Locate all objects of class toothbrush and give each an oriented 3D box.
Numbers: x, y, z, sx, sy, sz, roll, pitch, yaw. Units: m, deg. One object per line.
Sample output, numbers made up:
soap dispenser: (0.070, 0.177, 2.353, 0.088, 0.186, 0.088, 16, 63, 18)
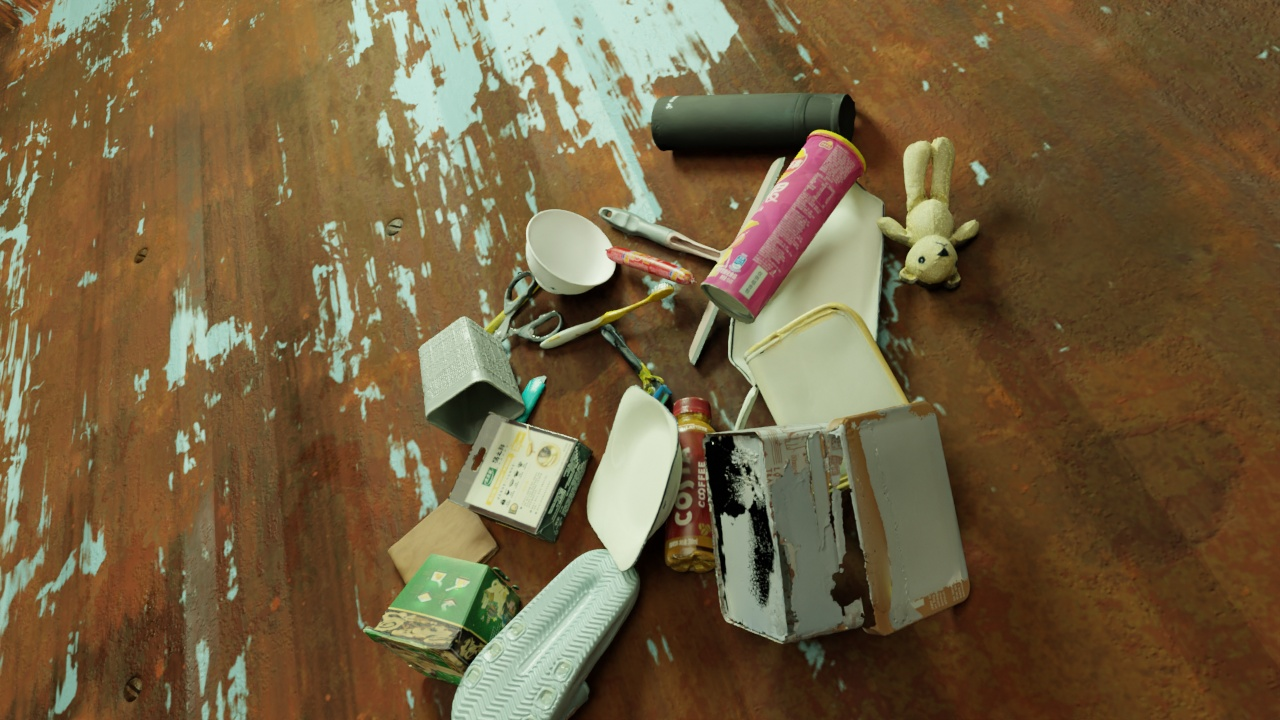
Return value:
toothbrush: (-0.043, -0.052, 1.091, 0.192, 0.016, 0.018, -22, 48, 25)
toothbrush: (-0.144, -0.092, 1.178, 0.190, 0.016, 0.015, -44, 51, -1)

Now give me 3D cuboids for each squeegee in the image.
squeegee: (0.039, -0.146, 1.101, 0.250, 0.040, 0.248, 28, 96, 42)

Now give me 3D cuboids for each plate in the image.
plate: (0.001, 0.119, 0.932, 0.164, 0.034, 0.164, 40, 113, 64)
plate: (0.183, -0.080, 0.991, 0.162, 0.034, 0.265, -4, 62, 26)

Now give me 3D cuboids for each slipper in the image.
slipper: (-0.088, 0.294, 0.901, 0.104, 0.074, 0.244, 26, 61, 29)

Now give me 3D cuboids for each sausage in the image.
sausage: (0.010, -0.112, 1.076, 0.156, 0.020, 0.020, 24, 76, 43)

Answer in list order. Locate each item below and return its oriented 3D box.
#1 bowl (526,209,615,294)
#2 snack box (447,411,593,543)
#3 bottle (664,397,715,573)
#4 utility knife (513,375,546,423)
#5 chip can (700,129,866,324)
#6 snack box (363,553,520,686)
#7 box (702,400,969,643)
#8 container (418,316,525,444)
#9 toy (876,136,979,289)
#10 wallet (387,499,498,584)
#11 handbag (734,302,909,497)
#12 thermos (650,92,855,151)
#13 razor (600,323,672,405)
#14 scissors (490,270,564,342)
bowl: (-0.097, -0.121, 1.131, 0.065, 0.118, 0.118, -49, 41, 44)
snack box: (-0.134, 0.130, 1.027, 0.126, 0.053, 0.113, 13, 70, 33)
bottle: (0.053, 0.123, 0.930, 0.058, 0.057, 0.174, -12, 59, 22)
utility knife: (-0.152, 0.084, 1.089, 0.029, 0.013, 0.157, 17, 70, 31)
chip can: (0.151, -0.142, 0.974, 0.071, 0.071, 0.210, 31, 80, 36)
snack box: (-0.194, 0.269, 0.955, 0.118, 0.118, 0.105, 4, 53, 28)
box: (0.177, 0.133, 0.801, 0.192, 0.157, 0.183, -5, 87, -21)
container: (-0.205, 0.021, 1.091, 0.090, 0.090, 0.114, -33, 50, 14)
toy: (0.298, -0.151, 0.939, 0.105, 0.066, 0.157, 3, 81, -3)
wallet: (-0.226, 0.217, 1.049, 0.115, 0.020, 0.101, -41, 52, -2)
handbag: (0.161, 0.050, 0.885, 0.179, 0.063, 0.163, -29, 79, 17)
thermos: (0.139, -0.294, 1.123, 0.243, 0.068, 0.089, 7, 35, 28)
razor: (-0.006, 0.006, 1.049, 0.142, 0.022, 0.043, 52, 124, 35)
scissors: (-0.172, -0.036, 1.153, 0.176, 0.014, 0.159, 5, 80, 20)
